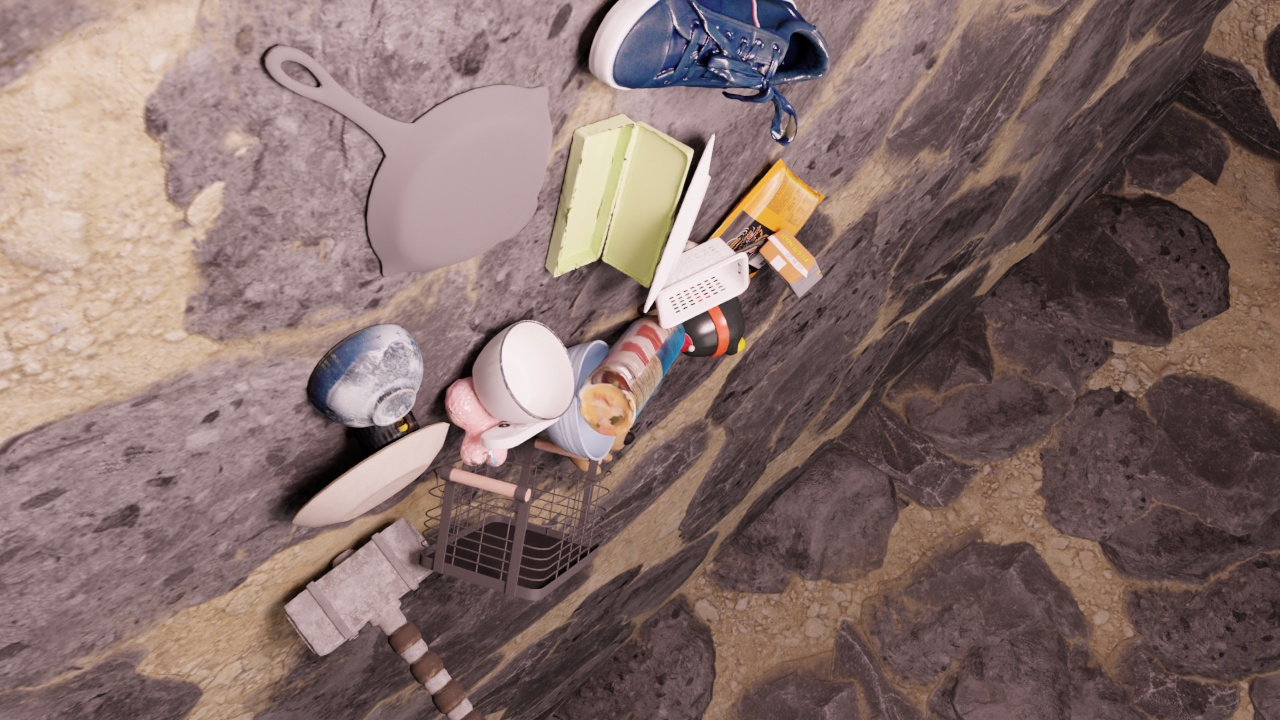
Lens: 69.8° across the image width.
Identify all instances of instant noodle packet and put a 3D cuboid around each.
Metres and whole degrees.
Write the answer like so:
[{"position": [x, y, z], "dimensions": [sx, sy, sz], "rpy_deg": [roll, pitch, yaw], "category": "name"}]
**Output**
[{"position": [0.174, -0.192, 1.283], "dimensions": [0.160, 0.032, 0.220], "rpy_deg": [-48, 158, 16], "category": "instant noodle packet"}]

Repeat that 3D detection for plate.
[{"position": [0.048, -0.148, 1.019], "dimensions": [0.208, 0.015, 0.208], "rpy_deg": [36, 75, -89], "category": "plate"}, {"position": [-0.279, 0.130, 0.981], "dimensions": [0.188, 0.027, 0.189], "rpy_deg": [-35, 175, -4], "category": "plate"}]

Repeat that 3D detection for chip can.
[{"position": [-0.007, 0.007, 1.157], "dimensions": [0.080, 0.080, 0.228], "rpy_deg": [-58, 178, 31], "category": "chip can"}]

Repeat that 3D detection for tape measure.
[{"position": [-0.262, 0.074, 0.951], "dimensions": [0.062, 0.038, 0.067], "rpy_deg": [-27, -177, -15], "category": "tape measure"}]

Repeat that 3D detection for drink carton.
[{"position": [0.218, -0.138, 1.319], "dimensions": [0.048, 0.076, 0.124], "rpy_deg": [-43, 164, 8], "category": "drink carton"}]

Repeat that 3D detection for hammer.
[{"position": [-0.265, 0.365, 1.114], "dimensions": [0.176, 0.326, 0.080], "rpy_deg": [-37, 175, -18], "category": "hammer"}]

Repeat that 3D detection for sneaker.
[{"position": [0.082, -0.275, 0.848], "dimensions": [0.293, 0.127, 0.121], "rpy_deg": [-20, 147, -43], "category": "sneaker"}]

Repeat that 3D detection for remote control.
[{"position": [-0.134, 0.074, 1.036], "dimensions": [0.136, 0.043, 0.013], "rpy_deg": [-30, 121, -64], "category": "remote control"}]

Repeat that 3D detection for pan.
[{"position": [-0.169, -0.159, 0.741], "dimensions": [0.216, 0.024, 0.354], "rpy_deg": [-47, 158, 7], "category": "pan"}]

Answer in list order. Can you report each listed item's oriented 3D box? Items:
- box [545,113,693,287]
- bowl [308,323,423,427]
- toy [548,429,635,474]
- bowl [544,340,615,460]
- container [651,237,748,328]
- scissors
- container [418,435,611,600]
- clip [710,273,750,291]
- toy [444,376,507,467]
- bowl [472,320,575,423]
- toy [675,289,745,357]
[{"position": [-0.027, -0.162, 0.946], "dimensions": [0.130, 0.064, 0.188], "rpy_deg": [7, 139, -9], "category": "box"}, {"position": [-0.252, 0.026, 0.879], "dimensions": [0.114, 0.061, 0.114], "rpy_deg": [-36, 156, -19], "category": "bowl"}, {"position": [-0.065, 0.103, 1.317], "dimensions": [0.108, 0.106, 0.134], "rpy_deg": [-55, 163, -3], "category": "toy"}, {"position": [-0.085, 0.049, 1.160], "dimensions": [0.150, 0.075, 0.150], "rpy_deg": [2, 90, -71], "category": "bowl"}, {"position": [0.070, -0.103, 1.173], "dimensions": [0.129, 0.049, 0.081], "rpy_deg": [-26, 150, -8], "category": "container"}, {"position": [0.075, -0.127, 1.209], "dimensions": [0.199, 0.015, 0.179], "rpy_deg": [-31, 150, 0], "category": "scissors"}, {"position": [-0.147, 0.184, 1.137], "dimensions": [0.241, 0.163, 0.130], "rpy_deg": [-14, 115, -71], "category": "container"}, {"position": [0.134, -0.114, 1.346], "dimensions": [0.041, 0.024, 0.061], "rpy_deg": [-3, 164, -43], "category": "clip"}, {"position": [-0.180, 0.069, 1.045], "dimensions": [0.053, 0.105, 0.108], "rpy_deg": [-12, 168, 25], "category": "toy"}, {"position": [-0.134, 0.018, 1.017], "dimensions": [0.066, 0.116, 0.116], "rpy_deg": [-19, 176, 35], "category": "bowl"}, {"position": [0.089, -0.048, 1.317], "dimensions": [0.119, 0.097, 0.100], "rpy_deg": [-25, 152, -22], "category": "toy"}]
